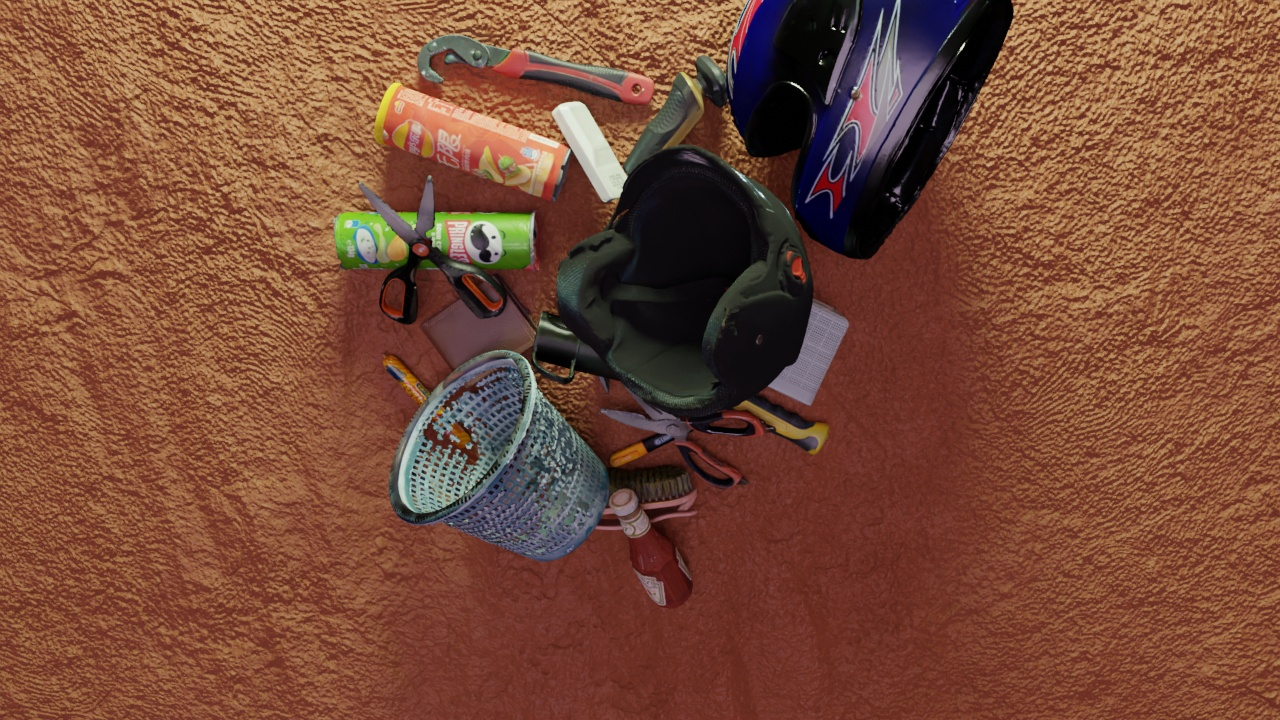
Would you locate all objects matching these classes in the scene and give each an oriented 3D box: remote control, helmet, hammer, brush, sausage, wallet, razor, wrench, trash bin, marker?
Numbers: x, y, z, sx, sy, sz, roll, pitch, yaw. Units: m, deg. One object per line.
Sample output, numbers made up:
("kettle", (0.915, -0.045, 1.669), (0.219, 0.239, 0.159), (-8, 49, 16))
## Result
("remote control", (-0.053, -0.239, 1.049), (0.024, 0.048, 0.125), (-29, 91, 39))
("helmet", (0.065, -0.079, 0.952), (0.234, 0.229, 0.275), (19, 107, 36))
("hammer", (0.086, 0.035, 1.150), (0.323, 0.031, 0.126), (27, 106, -7))
("brush", (0.000, 0.177, 1.180), (0.145, 0.063, 0.073), (-6, 106, 2))
("sausage", (-0.272, 0.053, 1.171), (0.021, 0.021, 0.165), (-38, 102, 12))
("wallet", (-0.198, -0.036, 1.139), (0.125, 0.032, 0.101), (-33, 100, 10))
("razor", (0.039, -0.269, 1.054), (0.067, 0.062, 0.168), (24, 115, -38))
("wrench", (-0.119, -0.332, 1.054), (0.273, 0.016, 0.056), (8, 107, -1))
("trash bin", (-0.151, 0.133, 1.094), (0.227, 0.226, 0.195), (-39, 127, 12))
("marker", (0.017, 0.107, 1.182), (0.124, 0.015, 0.018), (-25, 110, 6))
("helmet", (0.206, -0.291, 0.942), (0.240, 0.246, 0.316), (33, 107, 22))

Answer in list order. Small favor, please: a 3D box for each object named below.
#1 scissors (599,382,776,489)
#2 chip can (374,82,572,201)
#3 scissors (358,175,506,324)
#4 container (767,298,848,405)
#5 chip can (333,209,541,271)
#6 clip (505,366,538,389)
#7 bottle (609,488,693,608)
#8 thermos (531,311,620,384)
("scissors", (0.062, 0.092, 1.152), (0.226, 0.015, 0.189), (-5, 125, 12))
("chip can", (-0.189, -0.249, 1.053), (0.216, 0.073, 0.073), (18, 106, -4))
("scissors", (-0.248, -0.111, 1.050), (0.220, 0.021, 0.230), (32, 131, -28))
("container", (0.186, -0.021, 1.101), (0.090, 0.090, 0.111), (25, 103, -6))
("chip can", (-0.238, -0.141, 1.086), (0.236, 0.072, 0.072), (0, 107, 2))
("clip", (-0.150, 0.024, 1.159), (0.013, 0.038, 0.055), (-36, 92, 10))
("bottle", (0.011, 0.238, 1.162), (0.060, 0.059, 0.206), (-19, 129, 7))
("thermos", (-0.006, 0.006, 1.084), (0.242, 0.089, 0.069), (11, 148, -2))
